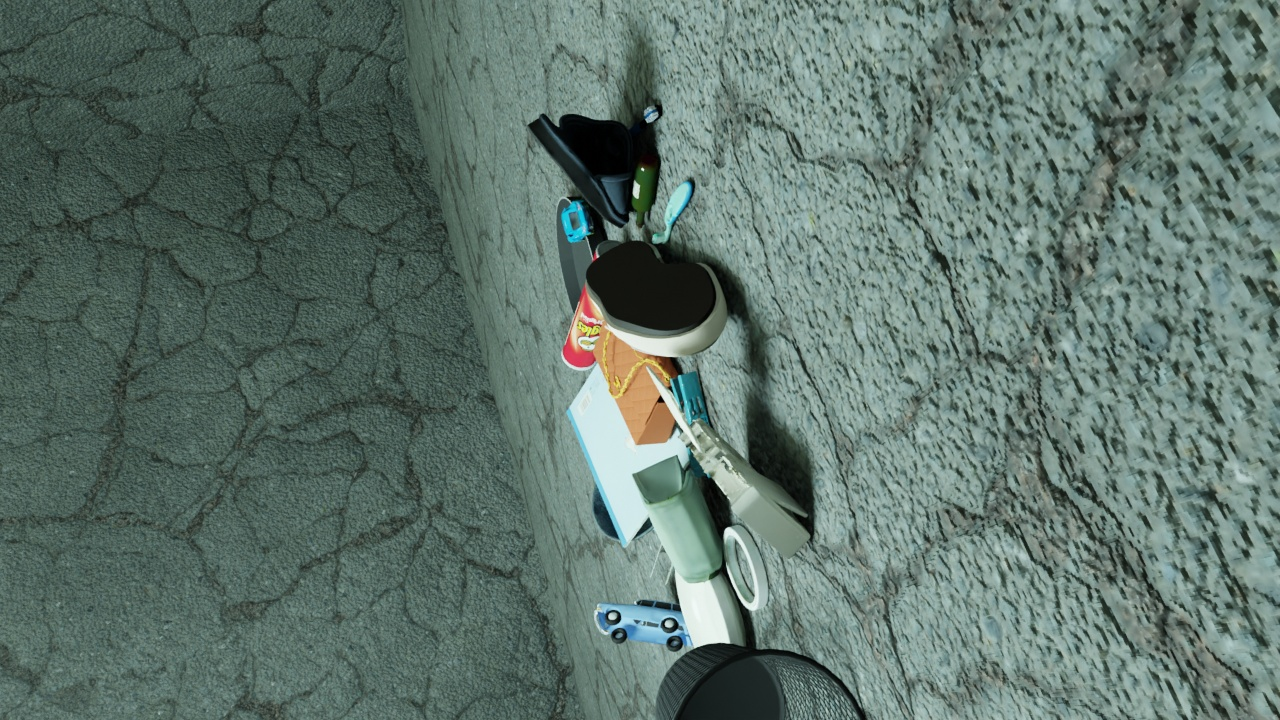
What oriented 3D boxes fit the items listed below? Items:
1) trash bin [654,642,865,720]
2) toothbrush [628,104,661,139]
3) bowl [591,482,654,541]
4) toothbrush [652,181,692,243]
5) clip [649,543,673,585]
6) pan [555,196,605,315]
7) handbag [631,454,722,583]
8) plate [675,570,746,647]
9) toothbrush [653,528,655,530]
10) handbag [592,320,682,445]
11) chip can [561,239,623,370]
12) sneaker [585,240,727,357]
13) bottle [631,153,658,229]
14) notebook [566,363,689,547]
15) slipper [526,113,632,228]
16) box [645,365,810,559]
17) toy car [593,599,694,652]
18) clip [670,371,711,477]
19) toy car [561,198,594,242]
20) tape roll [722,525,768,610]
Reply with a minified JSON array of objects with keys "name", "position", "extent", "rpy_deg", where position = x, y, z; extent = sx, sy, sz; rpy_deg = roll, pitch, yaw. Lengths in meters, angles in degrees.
[{"name":"trash bin","position":[0.099,0.364,0.900],"extent":[0.210,0.184,0.184],"rpy_deg":[126,129,-78]},{"name":"toothbrush","position":[-0.006,-0.258,1.026],"extent":[0.168,0.014,0.014],"rpy_deg":[179,73,-74]},{"name":"bowl","position":[0.003,0.187,1.258],"extent":[0.057,0.137,0.137],"rpy_deg":[32,-157,-45]},{"name":"toothbrush","position":[0.033,-0.153,0.970],"extent":[0.135,0.017,0.022],"rpy_deg":[122,136,-70]},{"name":"clip","position":[0.034,0.238,1.218],"extent":[0.059,0.052,0.102],"rpy_deg":[-94,21,-77]},{"name":"pan","position":[-0.074,-0.165,1.308],"extent":[0.357,0.034,0.225],"rpy_deg":[105,148,-60]},{"name":"handbag","position":[0.047,0.182,1.065],"extent":[0.106,0.067,0.122],"rpy_deg":[-114,0,-68]},{"name":"plate","position":[0.091,0.314,1.134],"extent":[0.182,0.034,0.182],"rpy_deg":[166,90,-75]},{"name":"toothbrush","position":[0.041,0.217,1.263],"extent":[0.155,0.022,0.016],"rpy_deg":[120,150,-67]},{"name":"handbag","position":[-0.007,0.007,1.158],"extent":[0.171,0.060,0.109],"rpy_deg":[63,144,40]},{"name":"chip can","position":[-0.060,-0.070,1.235],"extent":[0.215,0.051,0.051],"rpy_deg":[114,141,-49]},{"name":"sneaker","position":[0.023,-0.039,0.984],"extent":[0.116,0.111,0.294],"rpy_deg":[59,171,-24]},{"name":"bottle","position":[0.003,-0.186,1.032],"extent":[0.106,0.025,0.025],"rpy_deg":[99,153,-55]},{"name":"notebook","position":[-0.022,0.096,1.240],"extent":[0.181,0.009,0.253],"rpy_deg":[-56,42,30]},{"name":"slipper","position":[-0.040,-0.224,1.026],"extent":[0.109,0.083,0.265],"rpy_deg":[53,-174,10]},{"name":"box","position":[0.074,0.090,0.842],"extent":[0.184,0.044,0.143],"rpy_deg":[43,-176,-34]},{"name":"toy car","position":[0.010,0.371,1.303],"extent":[0.054,0.153,0.056],"rpy_deg":[-65,-30,-47]},{"name":"clip","position":[0.061,0.080,1.062],"extent":[0.120,0.030,0.130],"rpy_deg":[101,151,-67]},{"name":"toy car","position":[-0.087,-0.183,1.214],"extent":[0.105,0.032,0.048],"rpy_deg":[180,74,-75]},{"name":"tape roll","position":[0.115,0.229,1.013],"extent":[0.093,0.013,0.093],"rpy_deg":[165,90,-75]}]
